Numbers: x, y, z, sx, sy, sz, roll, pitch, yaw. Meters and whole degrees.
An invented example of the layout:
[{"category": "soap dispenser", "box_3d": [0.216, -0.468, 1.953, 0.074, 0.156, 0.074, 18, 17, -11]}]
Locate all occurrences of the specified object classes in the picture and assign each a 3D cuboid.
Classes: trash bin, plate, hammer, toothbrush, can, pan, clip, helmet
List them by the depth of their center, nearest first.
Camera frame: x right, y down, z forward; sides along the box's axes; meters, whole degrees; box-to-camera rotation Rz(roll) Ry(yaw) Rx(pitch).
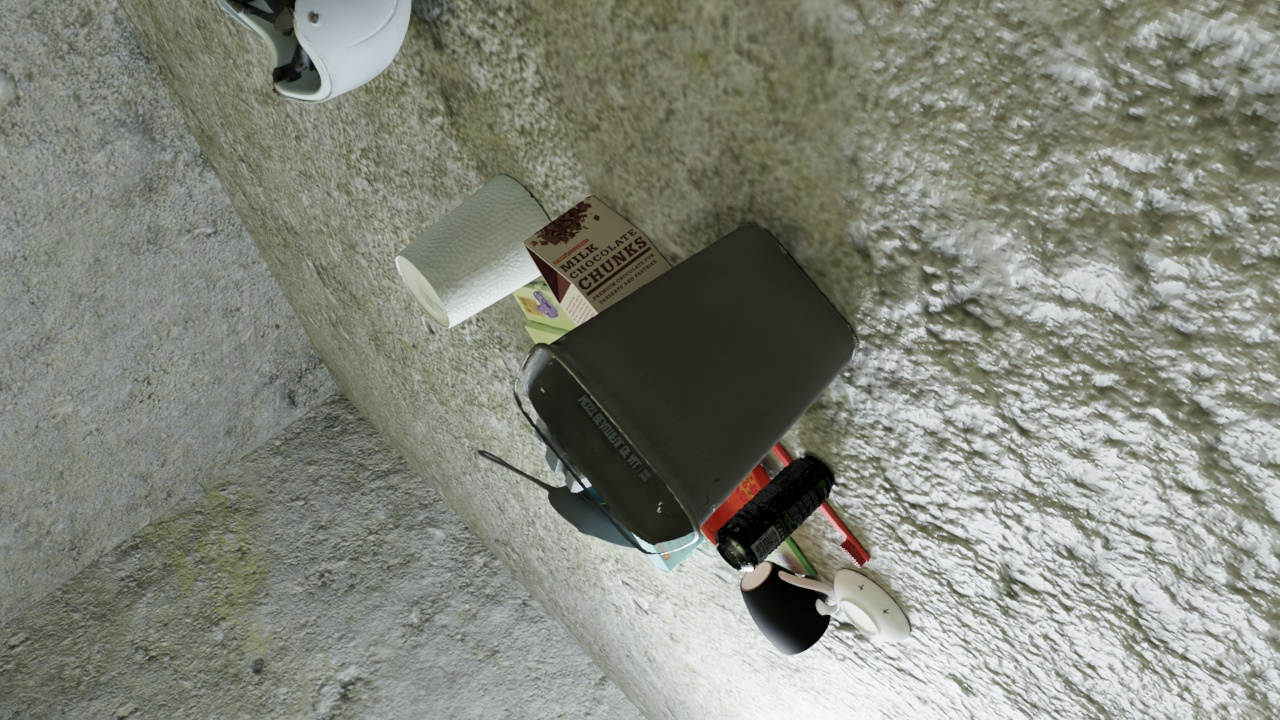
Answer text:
[{"category": "trash bin", "box_3d": [0.042, 0.017, 0.788, 0.197, 0.219, 0.198, 50, 158, 3]}, {"category": "can", "box_3d": [0.136, 0.155, 0.930, 0.054, 0.137, 0.054, 42, 156, 23]}, {"category": "helmet", "box_3d": [-0.334, -0.410, 0.932, 0.264, 0.163, 0.237, 60, 153, -5]}, {"category": "toothbrush", "box_3d": [0.175, 0.138, 0.989, 0.212, 0.017, 0.012, 51, 158, -1]}, {"category": "plate", "box_3d": [0.258, 0.287, 1.051, 0.104, 0.026, 0.104, 41, 156, 23]}, {"category": "trash bin", "box_3d": [-0.199, -0.126, 1.112, 0.133, 0.161, 0.133, 42, 156, 23]}, {"category": "clip", "box_3d": [-0.127, -0.075, 1.210, 0.050, 0.014, 0.046, 9, 123, 61]}, {"category": "hammer", "box_3d": [-0.081, 0.053, 1.227, 0.117, 0.051, 0.324, 54, 150, 25]}, {"category": "pan", "box_3d": [-0.108, 0.216, 1.479, 0.355, 0.024, 0.216, 25, -171, 13]}]

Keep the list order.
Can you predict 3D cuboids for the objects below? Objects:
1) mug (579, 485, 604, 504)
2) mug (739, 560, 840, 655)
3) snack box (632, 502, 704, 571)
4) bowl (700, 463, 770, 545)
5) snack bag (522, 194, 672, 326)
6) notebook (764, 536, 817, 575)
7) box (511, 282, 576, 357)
[{"category": "mug", "box_3d": [-0.064, 0.155, 1.411, 0.078, 0.078, 0.121, 37, 150, 31]}, {"category": "mug", "box_3d": [0.186, 0.296, 1.138, 0.119, 0.084, 0.100, -31, 106, 37]}, {"category": "snack box", "box_3d": [0.015, 0.222, 1.355, 0.174, 0.074, 0.053, 57, 158, -13]}, {"category": "bowl", "box_3d": [0.113, 0.158, 1.068, 0.131, 0.045, 0.130, 19, 115, 49]}, {"category": "snack bag", "box_3d": [-0.020, -0.068, 0.944, 0.206, 0.094, 0.070, 50, 158, 3]}, {"category": "notebook", "box_3d": [0.109, 0.176, 1.189, 0.252, 0.010, 0.182, 54, 158, -7]}, {"category": "box", "box_3d": [-0.111, -0.045, 1.257, 0.187, 0.024, 0.137, 17, 138, 54]}]
